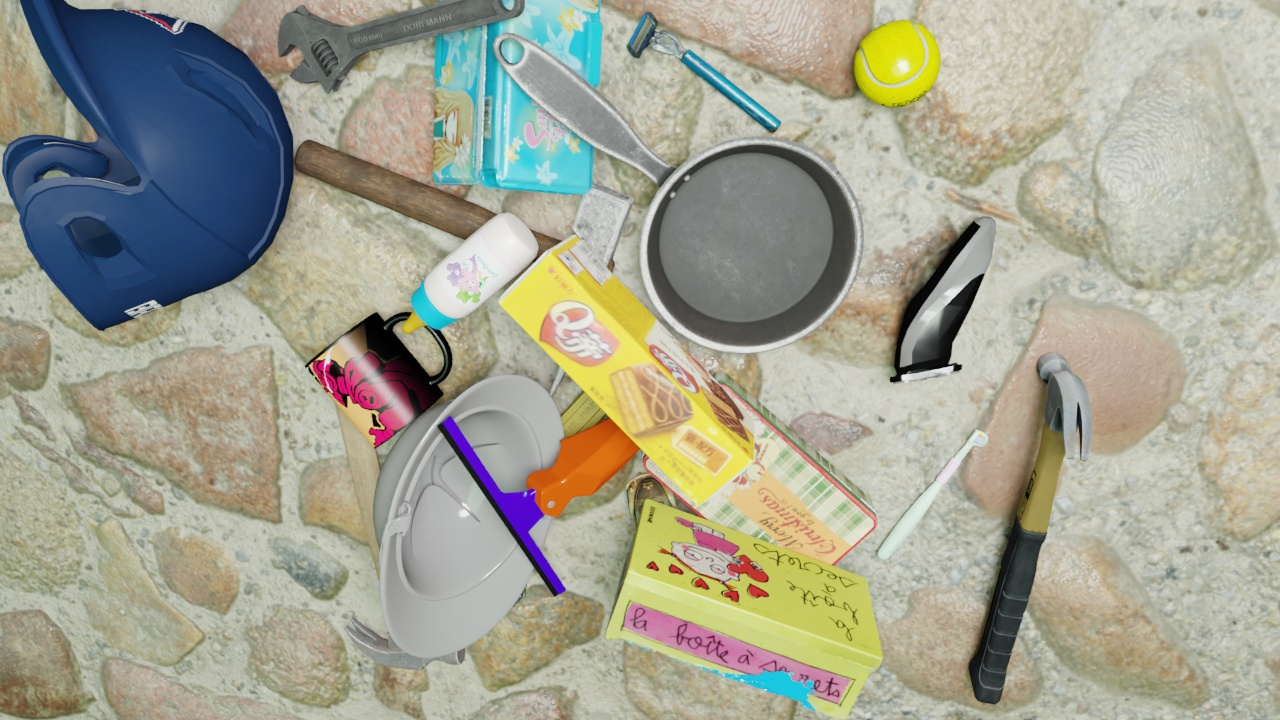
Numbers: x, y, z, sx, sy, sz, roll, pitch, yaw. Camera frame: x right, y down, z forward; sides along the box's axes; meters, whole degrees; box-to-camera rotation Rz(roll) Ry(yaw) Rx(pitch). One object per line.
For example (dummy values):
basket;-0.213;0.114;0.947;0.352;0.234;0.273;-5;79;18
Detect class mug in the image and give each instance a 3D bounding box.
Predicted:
mug;-0.232;0.007;0.850;0.118;0.081;0.098;-36;100;7

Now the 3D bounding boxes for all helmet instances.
helmet;-0.178;0.124;0.838;0.118;0.183;0.271;27;106;41
helmet;-0.401;-0.181;0.734;0.222;0.232;0.272;-36;127;-20

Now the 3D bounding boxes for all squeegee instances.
squeegee;-0.047;0.089;0.827;0.184;0.055;0.250;-40;132;-19

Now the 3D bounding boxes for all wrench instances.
wrench;-0.087;0.080;0.884;0.083;0.018;0.274;42;109;-2
wrench;-0.201;-0.265;0.735;0.274;0.018;0.073;1;114;33

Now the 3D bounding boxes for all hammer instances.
hammer;-0.267;0.170;0.933;0.119;0.030;0.331;-5;108;9
hammer;0.342;0.167;0.816;0.025;0.117;0.333;7;114;7
hammer;-0.178;-0.096;0.832;0.300;0.037;0.218;22;109;1

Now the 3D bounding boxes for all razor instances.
razor;0.057;-0.236;0.764;0.144;0.022;0.042;33;146;-8
razor;0.259;-0.049;0.780;0.060;0.057;0.156;22;103;30

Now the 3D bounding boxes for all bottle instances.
bottle;-0.154;-0.067;0.791;0.146;0.051;0.051;-37;100;18

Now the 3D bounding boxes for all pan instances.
pan;0.028;-0.142;0.744;0.357;0.055;0.187;37;107;-18

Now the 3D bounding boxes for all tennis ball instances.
tennis ball;0.201;-0.232;0.720;0.065;0.065;0.065;2;108;7

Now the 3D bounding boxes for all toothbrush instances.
toothbrush;0.269;0.127;0.853;0.022;0.015;0.155;20;112;-33

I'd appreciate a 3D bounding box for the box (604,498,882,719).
box;0.090;0.214;0.801;0.221;0.124;0.081;18;113;3

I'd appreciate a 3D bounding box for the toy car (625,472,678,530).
toy car;0.017;0.165;0.883;0.047;0.047;0.112;-12;106;7

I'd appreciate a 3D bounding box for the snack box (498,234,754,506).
snack box;-0.004;0.004;0.756;0.062;0.110;0.230;-42;96;15

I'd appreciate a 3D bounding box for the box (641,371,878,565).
box;0.111;0.115;0.854;0.205;0.049;0.118;42;109;-7

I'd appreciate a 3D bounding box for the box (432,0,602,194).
box;-0.105;-0.254;0.756;0.121;0.097;0.227;13;102;49

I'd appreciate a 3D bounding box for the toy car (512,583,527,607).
toy car;-0.165;0.217;0.933;0.107;0.030;0.049;28;108;-10
